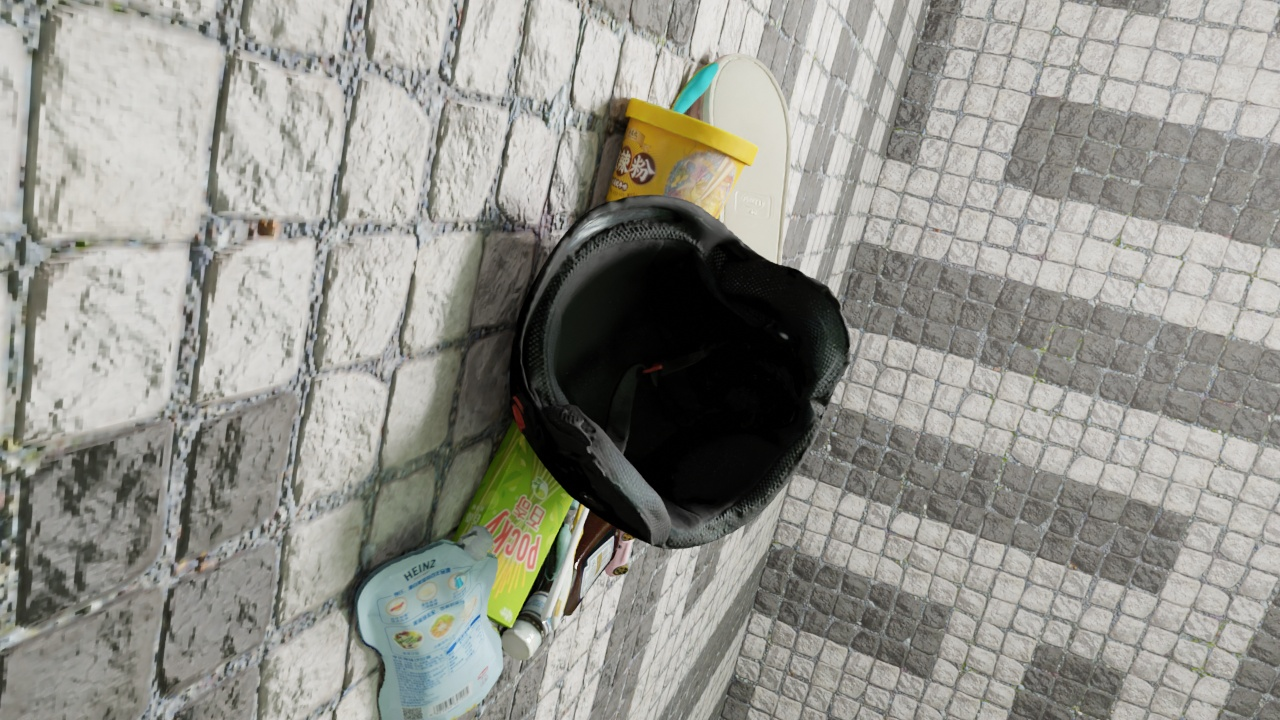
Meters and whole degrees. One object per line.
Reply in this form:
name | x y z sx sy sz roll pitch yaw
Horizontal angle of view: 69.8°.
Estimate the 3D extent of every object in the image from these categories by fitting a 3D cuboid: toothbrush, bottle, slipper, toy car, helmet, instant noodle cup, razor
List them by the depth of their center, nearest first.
helmet | 0.011 0.010 0.719 0.233 0.230 0.275 -37 105 -21
instant noodle cup | 0.026 -0.154 0.801 0.114 0.118 0.118 -68 164 13
razor | 0.043 -0.245 0.895 0.043 0.028 0.132 47 60 -35
toothbrush | -0.061 0.177 0.922 0.016 0.016 0.179 -46 -161 61
toothbrush | -0.063 0.181 0.938 0.016 0.018 0.191 120 -15 -63
slipper | 0.101 -0.182 0.964 0.054 0.114 0.274 180 -92 -65
bottle | -0.082 0.237 0.970 0.194 0.044 0.080 -47 150 -53
toy car | -0.030 0.209 1.088 0.123 0.037 0.056 102 -21 -43

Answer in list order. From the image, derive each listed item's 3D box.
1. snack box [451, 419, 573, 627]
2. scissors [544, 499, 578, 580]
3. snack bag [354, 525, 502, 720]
snack box | -0.106 0.134 0.764 0.086 0.026 0.156 46 60 -41
scissors | -0.067 0.139 0.888 0.170 0.019 0.171 -107 -146 -84
snack bag | -0.153 0.205 0.688 0.110 0.039 0.191 -18 132 -25
